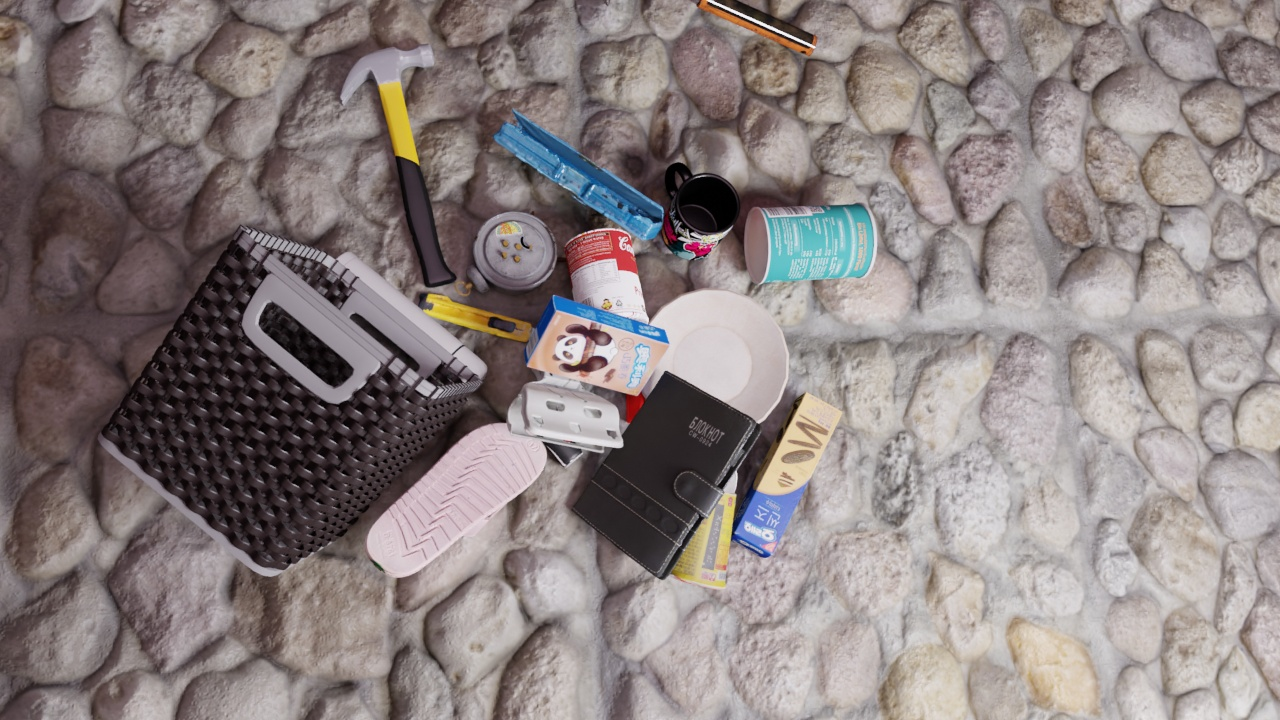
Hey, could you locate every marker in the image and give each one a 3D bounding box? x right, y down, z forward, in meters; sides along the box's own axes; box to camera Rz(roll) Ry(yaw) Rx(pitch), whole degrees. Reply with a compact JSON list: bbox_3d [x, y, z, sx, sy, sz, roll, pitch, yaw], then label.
[{"bbox_3d":[-0.007,0.007,1.164,0.023,0.021,0.145,-2,78,7],"label":"marker"}]

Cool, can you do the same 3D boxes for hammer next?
[{"bbox_3d":[0.097,-0.483,1.259,0.314,0.138,0.035,16,75,-20],"label":"hammer"},{"bbox_3d":[-0.295,-0.247,1.169,0.127,0.029,0.323,-13,81,-12],"label":"hammer"}]

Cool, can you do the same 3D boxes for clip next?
[{"bbox_3d":[-0.100,0.061,1.099,0.126,0.152,0.099,15,116,-29],"label":"clip"}]

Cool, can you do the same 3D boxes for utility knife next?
[{"bbox_3d":[-0.173,-0.045,1.152,0.217,0.019,0.030,16,85,-9],"label":"utility knife"}]

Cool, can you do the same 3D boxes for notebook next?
[{"bbox_3d":[0.029,0.129,1.072,0.169,0.029,0.209,30,87,42],"label":"notebook"}]

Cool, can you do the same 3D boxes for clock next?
[{"bbox_3d":[-0.169,-0.125,1.147,0.147,0.056,0.104,-35,85,-17],"label":"clock"}]

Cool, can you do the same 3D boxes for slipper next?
[{"bbox_3d":[-0.217,0.161,1.073,0.238,0.065,0.094,-39,83,-28],"label":"slipper"}]

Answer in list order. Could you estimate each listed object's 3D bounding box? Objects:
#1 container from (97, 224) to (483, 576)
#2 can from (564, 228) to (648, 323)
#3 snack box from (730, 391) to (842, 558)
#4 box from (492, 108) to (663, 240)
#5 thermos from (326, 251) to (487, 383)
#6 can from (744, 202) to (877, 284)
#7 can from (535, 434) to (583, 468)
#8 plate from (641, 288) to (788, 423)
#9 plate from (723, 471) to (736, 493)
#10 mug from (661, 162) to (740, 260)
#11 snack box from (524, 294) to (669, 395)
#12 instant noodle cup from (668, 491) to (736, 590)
[{"bbox_3d":[-0.355,0.043,0.963,0.247,0.245,0.243,39,91,0],"label":"container"},{"bbox_3d":[-0.043,-0.092,1.139,0.086,0.087,0.116,-8,73,-11],"label":"can"},{"bbox_3d":[0.179,0.142,1.146,0.056,0.057,0.206,30,75,-1],"label":"snack box"},{"bbox_3d":[-0.070,-0.235,1.161,0.231,0.093,0.054,34,105,4],"label":"box"},{"bbox_3d":[-0.282,-0.042,1.111,0.224,0.052,0.052,39,74,1],"label":"thermos"},{"bbox_3d":[0.219,-0.153,1.195,0.144,0.099,0.099,-4,78,-10],"label":"can"},{"bbox_3d":[-0.107,0.092,1.122,0.031,0.032,0.080,-39,87,-15],"label":"can"},{"bbox_3d":[0.090,0.004,1.152,0.189,0.027,0.188,0,83,4],"label":"plate"},{"bbox_3d":[0.066,0.145,1.136,0.104,0.026,0.104,-1,94,-8],"label":"plate"},{"bbox_3d":[0.067,-0.199,1.181,0.081,0.098,0.118,-27,83,-14],"label":"mug"},{"bbox_3d":[-0.052,-0.015,1.085,0.151,0.087,0.034,16,35,-25],"label":"snack box"},{"bbox_3d":[0.067,0.203,1.085,0.100,0.100,0.112,16,82,-6],"label":"instant noodle cup"}]
